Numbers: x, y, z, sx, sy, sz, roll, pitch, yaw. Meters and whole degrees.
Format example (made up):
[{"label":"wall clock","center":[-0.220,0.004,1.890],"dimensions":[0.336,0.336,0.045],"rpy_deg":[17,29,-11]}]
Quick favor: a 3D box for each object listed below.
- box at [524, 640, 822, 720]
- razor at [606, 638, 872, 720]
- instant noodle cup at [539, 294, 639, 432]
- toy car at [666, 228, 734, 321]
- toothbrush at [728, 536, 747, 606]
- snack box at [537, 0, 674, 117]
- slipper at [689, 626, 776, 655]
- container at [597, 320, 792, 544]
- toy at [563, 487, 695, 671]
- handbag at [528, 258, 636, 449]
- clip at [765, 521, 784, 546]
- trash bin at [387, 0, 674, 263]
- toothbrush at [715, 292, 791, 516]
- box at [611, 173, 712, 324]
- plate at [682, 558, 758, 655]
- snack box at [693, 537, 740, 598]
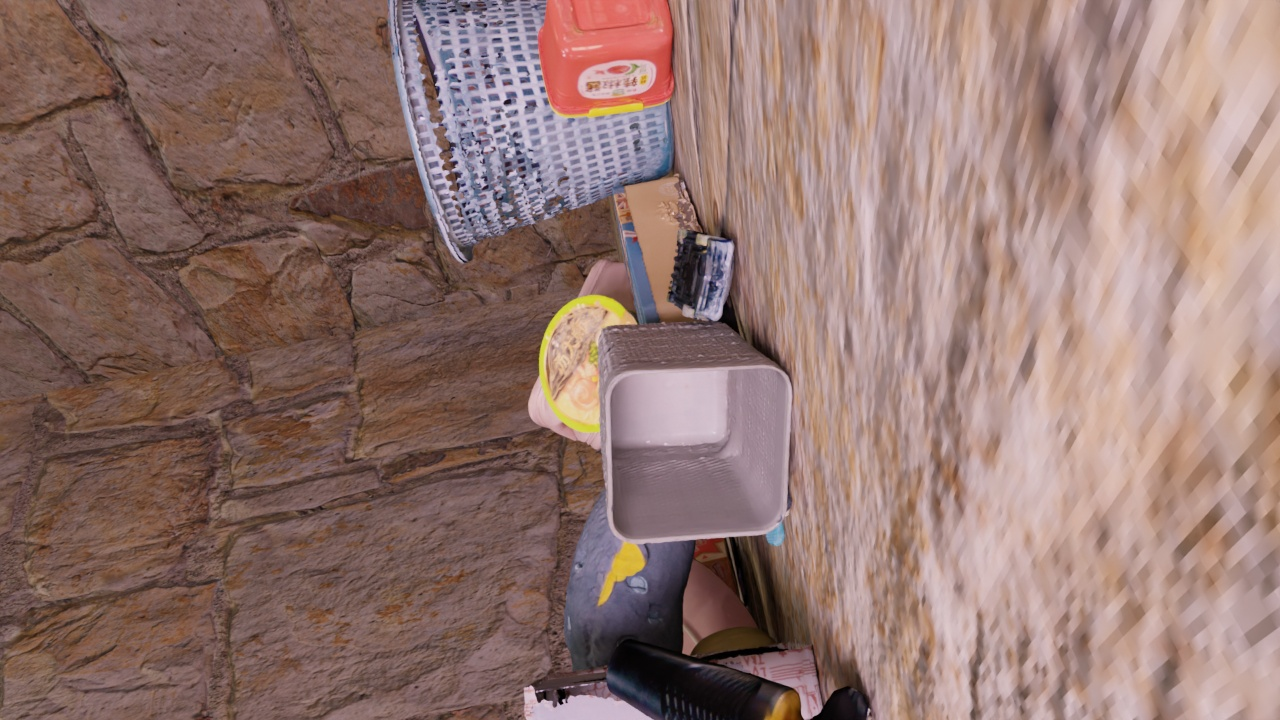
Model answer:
[{"label":"box","center":[0.032,0.271,0.551],"dimensions":[0.153,0.182,0.177],"rpy_deg":[81,-179,-76]},{"label":"razor","center":[0.042,0.173,0.453],"dimensions":[0.168,0.067,0.062],"rpy_deg":[1,70,51]},{"label":"instant noodle cup","center":[-0.005,0.005,0.788],"dimensions":[0.123,0.112,0.111],"rpy_deg":[3,-108,-53]},{"label":"toy car","center":[0.038,-0.051,0.543],"dimensions":[0.105,0.031,0.049],"rpy_deg":[-119,37,-78]},{"label":"toothbrush","center":[0.082,0.156,0.877],"dimensions":[0.014,0.017,0.189],"rpy_deg":[-96,-6,-72]},{"label":"snack box","center":[-0.023,-0.220,0.628],"dimensions":[0.080,0.091,0.082],"rpy_deg":[106,152,-73]},{"label":"slipper","center":[0.079,0.295,0.711],"dimensions":[0.081,0.091,0.191],"rpy_deg":[-109,11,-62]},{"label":"container","center":[0.021,0.030,0.495],"dimensions":[0.114,0.090,0.090],"rpy_deg":[-114,23,-72]},{"label":"toy","center":[0.003,0.172,0.708],"dimensions":[0.137,0.092,0.356],"rpy_deg":[21,-105,-51]},{"label":"handbag","center":[-0.029,0.016,1.017],"dimensions":[0.193,0.093,0.234],"rpy_deg":[-63,-12,-15]},{"label":"clip","center":[0.077,0.084,0.561],"dimensions":[0.040,0.014,0.056],"rpy_deg":[-110,9,-77]},{"label":"trash bin","center":[-0.080,-0.210,0.757],"dimensions":[0.226,0.195,0.226],"rpy_deg":[162,96,-89]},{"label":"toothbrush","center":[0.062,0.011,0.553],"dimensions":[0.018,0.016,0.180],"rpy_deg":[64,-168,-59]},{"label":"box","center":[0.022,-0.056,0.678],"dimensions":[0.184,0.061,0.090],"rpy_deg":[-100,0,-49]},{"label":"plate","center":[0.032,0.264,0.833],"dimensions":[0.193,0.038,0.193],"rpy_deg":[21,122,37]},{"label":"snack box","center":[0.048,0.222,0.924],"dimensions":[0.092,0.094,0.077],"rpy_deg":[-86,-19,-78]}]
